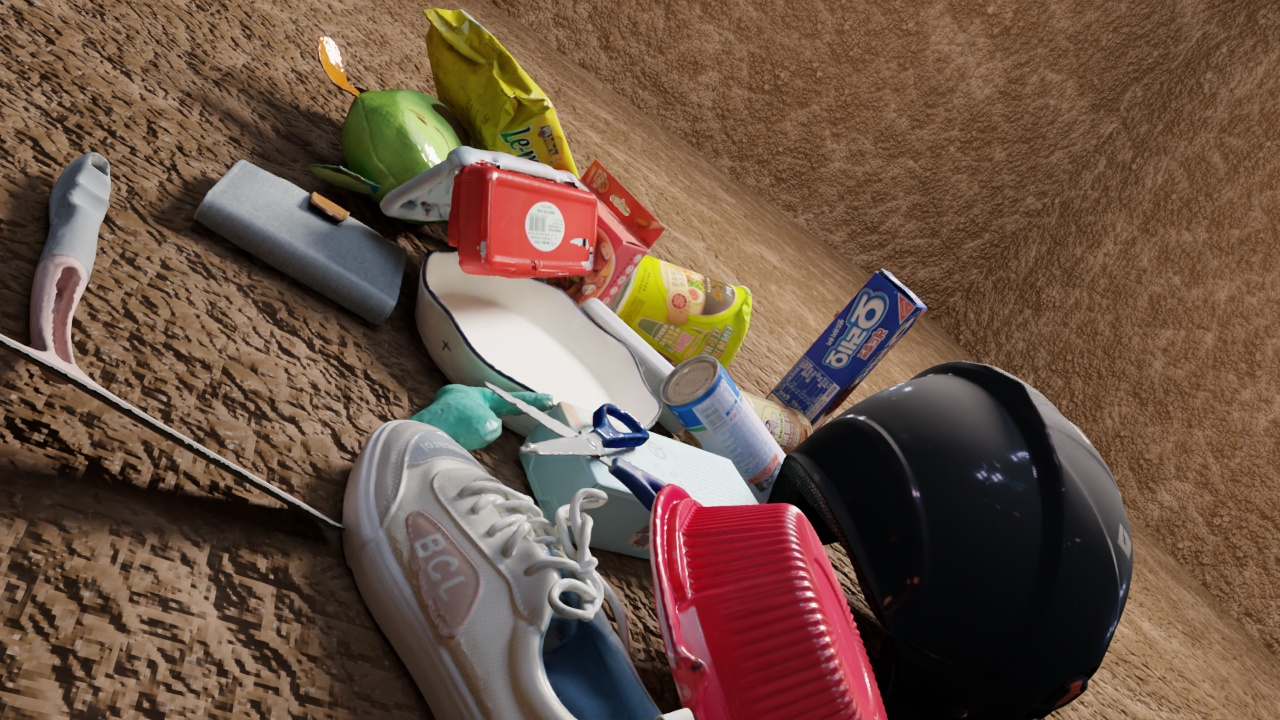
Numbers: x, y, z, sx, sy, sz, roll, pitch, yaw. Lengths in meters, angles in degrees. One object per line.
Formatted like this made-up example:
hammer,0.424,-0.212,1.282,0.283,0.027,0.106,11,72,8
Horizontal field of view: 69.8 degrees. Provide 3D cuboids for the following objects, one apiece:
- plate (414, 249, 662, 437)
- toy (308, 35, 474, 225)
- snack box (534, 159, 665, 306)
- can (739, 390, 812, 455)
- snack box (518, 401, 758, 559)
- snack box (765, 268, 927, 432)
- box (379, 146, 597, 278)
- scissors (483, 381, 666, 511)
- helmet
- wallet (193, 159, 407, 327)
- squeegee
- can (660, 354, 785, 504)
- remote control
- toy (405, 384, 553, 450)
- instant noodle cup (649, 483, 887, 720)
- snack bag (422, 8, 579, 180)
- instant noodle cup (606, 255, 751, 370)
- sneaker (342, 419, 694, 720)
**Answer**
plate,-0.079,-0.005,0.679,0.205,0.046,0.204,33,18,-13
toy,-0.196,-0.179,0.789,0.227,0.090,0.246,46,10,-21
snack box,-0.058,-0.107,0.830,0.113,0.127,0.044,48,20,28
can,0.108,0.064,0.852,0.116,0.059,0.058,19,27,-47
snack box,0.007,0.089,0.606,0.174,0.052,0.074,22,26,-40
snack box,0.194,0.006,0.916,0.057,0.208,0.058,45,19,20
box,-0.112,-0.112,0.709,0.099,0.095,0.201,5,6,20
scissors,-0.022,0.048,0.516,0.162,0.012,0.163,43,14,-17
helmet,0.230,0.133,0.660,0.274,0.230,0.233,35,19,-33
wallet,-0.218,-0.085,0.615,0.129,0.037,0.106,32,20,-22
squeegee,-0.260,-0.040,0.421,0.247,0.040,0.249,44,5,-41
can,0.073,0.060,0.739,0.134,0.053,0.053,52,10,-29
remote control,-0.005,0.005,0.785,0.136,0.056,0.020,42,50,11
toy,-0.100,0.031,0.543,0.096,0.030,0.092,-1,14,-5
instant noodle cup,0.071,0.143,0.451,0.193,0.066,0.194,-22,90,-79
snack bag,-0.128,-0.207,0.890,0.158,0.068,0.247,47,-13,27
instant noodle cup,0.029,-0.047,0.908,0.123,0.112,0.111,24,22,-18
sneaker,-0.057,0.095,0.402,0.089,0.091,0.242,19,26,-48
